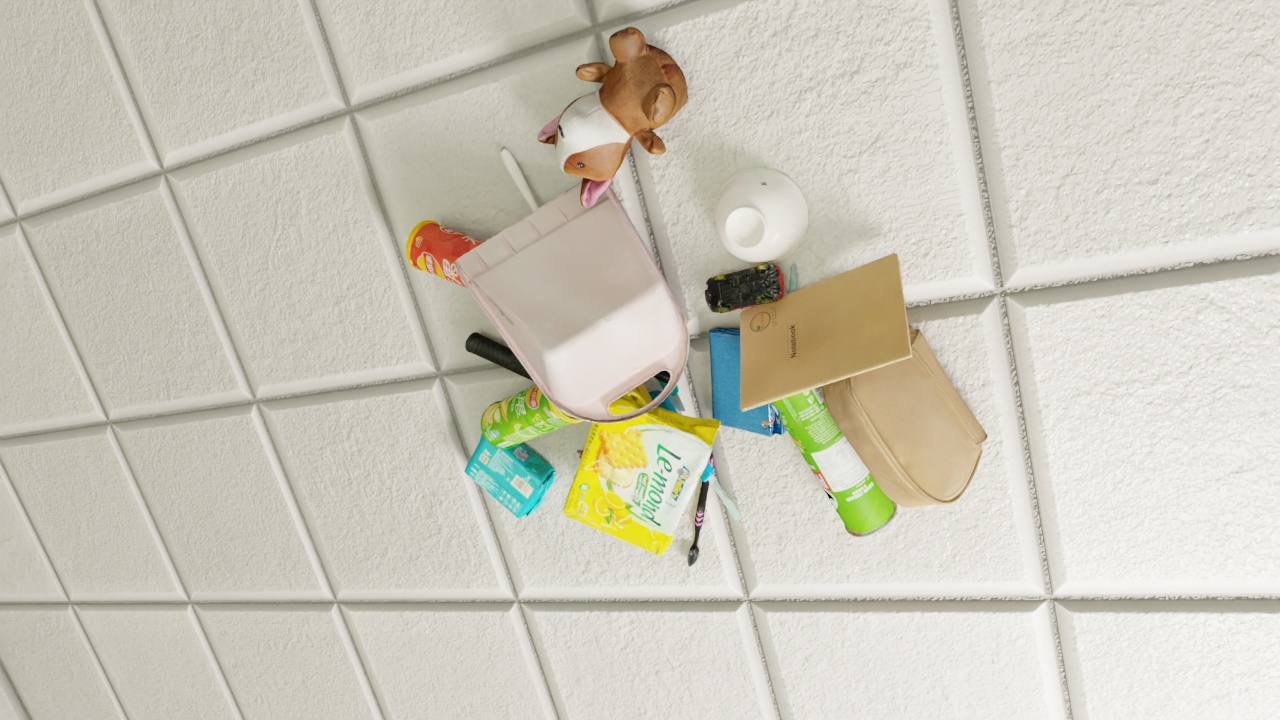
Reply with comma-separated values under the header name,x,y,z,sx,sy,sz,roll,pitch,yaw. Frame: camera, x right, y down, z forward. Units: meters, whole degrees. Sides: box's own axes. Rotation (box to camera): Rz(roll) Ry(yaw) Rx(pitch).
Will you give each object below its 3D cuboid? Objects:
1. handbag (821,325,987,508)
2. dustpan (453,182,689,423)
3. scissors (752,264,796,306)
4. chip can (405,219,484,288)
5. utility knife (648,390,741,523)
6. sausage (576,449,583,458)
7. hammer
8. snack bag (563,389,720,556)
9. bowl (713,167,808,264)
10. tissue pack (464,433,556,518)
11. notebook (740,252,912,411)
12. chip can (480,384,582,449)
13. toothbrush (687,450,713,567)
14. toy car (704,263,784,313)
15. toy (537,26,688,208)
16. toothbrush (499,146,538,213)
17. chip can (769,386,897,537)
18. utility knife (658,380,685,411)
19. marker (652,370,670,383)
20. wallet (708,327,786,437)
name,x,y,z,sx,sy,sz,roll,pitch,yaw
handbag,0.304,0.066,1.065,0.204,0.147,0.100,56,156,-5
dustpan,-0.071,-0.061,1.150,0.222,0.139,0.273,-31,58,-6
scissors,0.189,-0.054,1.132,0.133,0.017,0.134,14,116,23
chip can,-0.214,-0.124,1.231,0.217,0.073,0.073,23,119,25
utility knife,0.076,0.132,1.250,0.034,0.018,0.218,-31,94,49
sausage,-0.025,0.169,1.317,0.156,0.020,0.020,30,120,9
hammer,-0.113,0.028,1.283,0.301,0.032,0.129,23,131,17
snack bag,-0.002,0.145,1.228,0.158,0.068,0.247,22,126,3
bowl,0.133,-0.163,1.083,0.118,0.064,0.118,9,115,21
tissue pack,-0.197,0.165,1.374,0.133,0.050,0.093,39,123,6
notebook,0.205,-0.032,1.056,0.208,0.147,0.008,-20,138,31
chip can,-0.145,0.070,1.256,0.222,0.072,0.072,-24,100,52
toothbrush,0.084,0.210,1.286,0.014,0.017,0.189,15,115,17
toy car,0.127,-0.088,1.132,0.106,0.031,0.049,-11,86,35
toy,-0.039,-0.283,1.083,0.200,0.130,0.140,-34,78,41
toothbrush,-0.141,-0.202,1.204,0.016,0.016,0.180,-30,87,23
chip can,0.231,0.105,1.122,0.072,0.072,0.236,-23,109,30
utility knife,0.019,-0.008,1.227,0.029,0.013,0.176,-18,103,40
marker,-0.007,0.007,1.234,0.131,0.018,0.023,19,137,25
wallet,0.138,0.026,1.172,0.106,0.040,0.133,10,116,32
